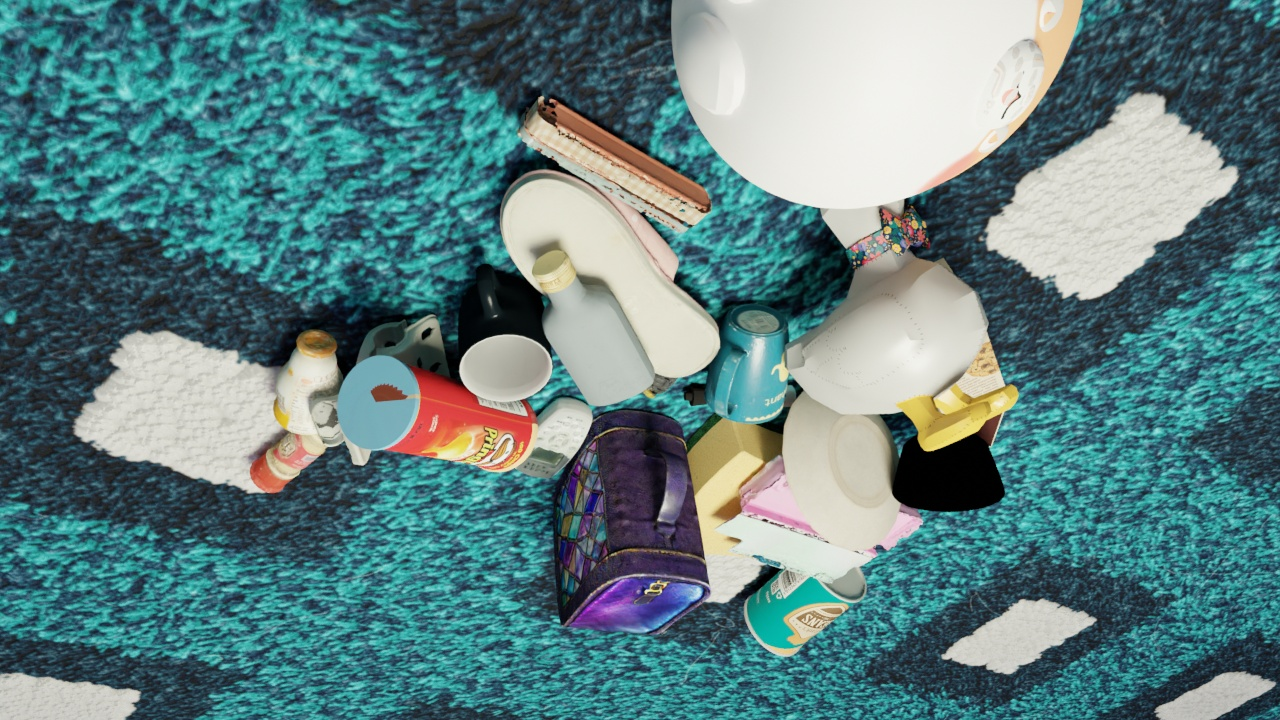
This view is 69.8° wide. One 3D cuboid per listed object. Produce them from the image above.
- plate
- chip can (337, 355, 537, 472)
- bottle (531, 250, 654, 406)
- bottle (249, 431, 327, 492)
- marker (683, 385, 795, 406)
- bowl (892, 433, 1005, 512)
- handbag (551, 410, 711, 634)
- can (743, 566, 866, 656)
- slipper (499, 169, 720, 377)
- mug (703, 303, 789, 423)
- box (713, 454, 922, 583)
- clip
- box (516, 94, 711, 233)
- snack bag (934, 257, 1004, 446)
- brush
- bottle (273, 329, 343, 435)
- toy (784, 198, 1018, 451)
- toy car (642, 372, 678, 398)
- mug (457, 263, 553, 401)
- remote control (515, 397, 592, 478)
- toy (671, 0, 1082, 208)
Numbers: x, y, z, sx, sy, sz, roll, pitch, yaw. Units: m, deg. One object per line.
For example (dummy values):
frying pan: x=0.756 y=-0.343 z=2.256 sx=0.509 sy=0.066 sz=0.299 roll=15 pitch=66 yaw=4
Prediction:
plate: x=0.234 y=0.112 z=1.009 sx=0.188 sy=0.188 sz=0.027 roll=22 pitch=152 yaw=-29
chip can: x=-0.184 y=0.055 z=0.870 sx=0.087 sy=0.087 sz=0.213 roll=-28 pitch=160 yaw=15
bottle: x=-0.048 y=-0.029 z=0.831 sx=0.072 sy=0.046 sz=0.161 roll=-20 pitch=131 yaw=11
bottle: x=-0.363 y=0.096 z=0.965 sx=0.109 sy=0.044 sz=0.044 roll=-37 pitch=129 yaw=22
marker: x=0.110 y=0.040 z=1.021 sx=0.125 sy=0.025 sz=0.025 roll=0 pitch=133 yaw=-12
bowl: x=0.333 y=0.117 z=0.998 sx=0.115 sy=0.062 sz=0.115 roll=5 pitch=153 yaw=3
handbag: x=-0.007 y=0.180 z=1.012 sx=0.125 sy=0.204 sz=0.223 roll=12 pitch=136 yaw=-22
can: x=0.225 y=0.327 z=1.266 sx=0.099 sy=0.099 sz=0.144 roll=20 pitch=126 yaw=-27
slipper: x=-0.023 y=-0.079 z=0.859 sx=0.114 sy=0.054 sz=0.274 roll=-32 pitch=127 yaw=20
mug: x=0.106 y=0.007 z=0.933 sx=0.084 sy=0.111 sz=0.104 roll=21 pitch=128 yaw=21
box: x=0.199 y=0.196 z=1.073 sx=0.230 sy=0.035 sz=0.159 roll=22 pitch=125 yaw=-29
clip: x=-0.249 y=0.032 z=0.895 sx=0.147 sy=0.081 sz=0.125 roll=-38 pitch=142 yaw=-31
box: x=-0.016 y=-0.168 z=0.782 sx=0.186 sy=0.053 sz=0.058 roll=23 pitch=84 yaw=-30
snack bag: x=0.334 y=0.003 z=0.983 sx=0.070 sy=0.094 sz=0.206 roll=-26 pitch=133 yaw=13
brush: x=0.161 y=0.164 z=1.114 sx=0.250 sy=0.075 sz=0.196 roll=13 pitch=129 yaw=-23
bottle: x=-0.318 y=0.021 z=0.886 sx=0.063 sy=0.063 sz=0.109 roll=9 pitch=130 yaw=-20
toy: x=0.221 y=-0.049 z=0.828 sx=0.140 sy=0.267 sz=0.247 roll=-17 pitch=161 yaw=-48
toy car: x=-0.006 y=0.006 z=0.960 sx=0.106 sy=0.030 sz=0.049 roll=21 pitch=127 yaw=-31
mug: x=-0.131 y=-0.037 z=0.849 sx=0.085 sy=0.094 sz=0.122 roll=-12 pitch=134 yaw=-1
remote control: x=-0.096 y=0.086 z=1.020 sx=0.060 sy=0.028 sz=0.115 roll=21 pitch=126 yaw=-28
toy: x=0.161 y=-0.234 z=0.609 sx=0.280 sy=0.265 sz=0.263 roll=-9 pitch=134 yaw=-24
